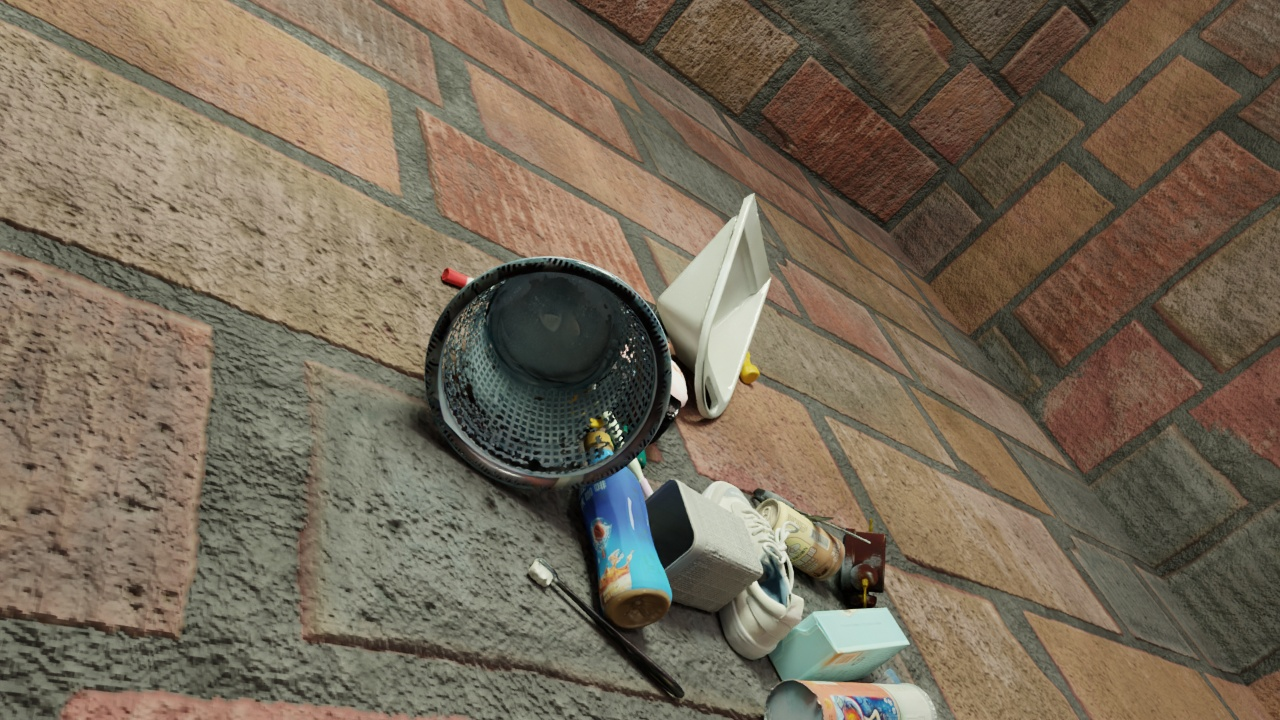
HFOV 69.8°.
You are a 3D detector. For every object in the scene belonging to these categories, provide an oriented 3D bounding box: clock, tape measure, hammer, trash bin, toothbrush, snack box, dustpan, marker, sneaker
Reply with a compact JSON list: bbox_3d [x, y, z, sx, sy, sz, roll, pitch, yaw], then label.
[{"bbox_3d":[0.284,0.267,1.172,0.121,0.055,0.082,-73,159,-44],"label":"clock"},{"bbox_3d":[-0.065,0.057,1.045,0.057,0.029,0.059,41,38,-13],"label":"tape measure"},{"bbox_3d":[0.066,-0.052,1.426,0.300,0.033,0.128,21,32,-41],"label":"hammer"},{"bbox_3d":[-0.088,-0.010,0.926,0.226,0.227,0.195,38,12,-13],"label":"trash bin"},{"bbox_3d":[-0.018,0.104,1.013,0.189,0.020,0.029,63,-2,17],"label":"toothbrush"},{"bbox_3d":[-0.030,0.240,0.814,0.181,0.016,0.018,42,30,-2],"label":"toothbrush"},{"bbox_3d":[-0.018,0.097,1.057,0.054,0.025,0.058,31,26,-28],"label":"tape measure"},{"bbox_3d":[0.219,0.314,1.006,0.174,0.074,0.051,15,37,-47],"label":"snack box"},{"bbox_3d":[0.132,-0.054,1.292,0.142,0.257,0.223,42,-11,30],"label":"dustpan"},{"bbox_3d":[-0.176,-0.080,1.113,0.145,0.017,0.017,22,32,-40],"label":"marker"},{"bbox_3d":[0.124,0.207,1.016,0.089,0.091,0.241,33,25,-25],"label":"sneaker"}]

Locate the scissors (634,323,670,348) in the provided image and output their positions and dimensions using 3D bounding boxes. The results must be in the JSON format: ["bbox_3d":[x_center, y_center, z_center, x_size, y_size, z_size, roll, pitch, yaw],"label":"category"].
[{"bbox_3d":[-0.015,-0.043,1.224,0.189,0.015,0.227,23,5,-24],"label":"scissors"}]

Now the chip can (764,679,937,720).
[{"bbox_3d":[0.216,0.360,0.927,0.214,0.071,0.071,20,33,-41],"label":"chip can"}]

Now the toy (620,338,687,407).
[{"bbox_3d":[-0.007,0.007,1.191,0.159,0.054,0.121,28,20,-18],"label":"toy"}]

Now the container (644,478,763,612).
[{"bbox_3d":[0.055,0.193,0.934,0.114,0.090,0.090,30,27,-34],"label":"container"}]

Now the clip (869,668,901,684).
[{"bbox_3d":[0.278,0.377,1.062,0.058,0.043,0.026,3,48,-45],"label":"clip"}]

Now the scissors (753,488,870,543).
[{"bbox_3d":[0.216,0.201,1.162,0.181,0.014,0.159,24,-12,31],"label":"scissors"}]

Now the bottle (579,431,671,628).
[{"bbox_3d":[-0.023,0.155,0.901,0.065,0.065,0.218,27,29,-32],"label":"bottle"}]

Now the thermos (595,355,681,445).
[{"bbox_3d":[-0.061,-0.004,1.098,0.242,0.069,0.089,40,30,-9],"label":"thermos"}]

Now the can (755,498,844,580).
[{"bbox_3d":[0.194,0.223,1.138,0.116,0.059,0.058,34,25,-20],"label":"can"}]
